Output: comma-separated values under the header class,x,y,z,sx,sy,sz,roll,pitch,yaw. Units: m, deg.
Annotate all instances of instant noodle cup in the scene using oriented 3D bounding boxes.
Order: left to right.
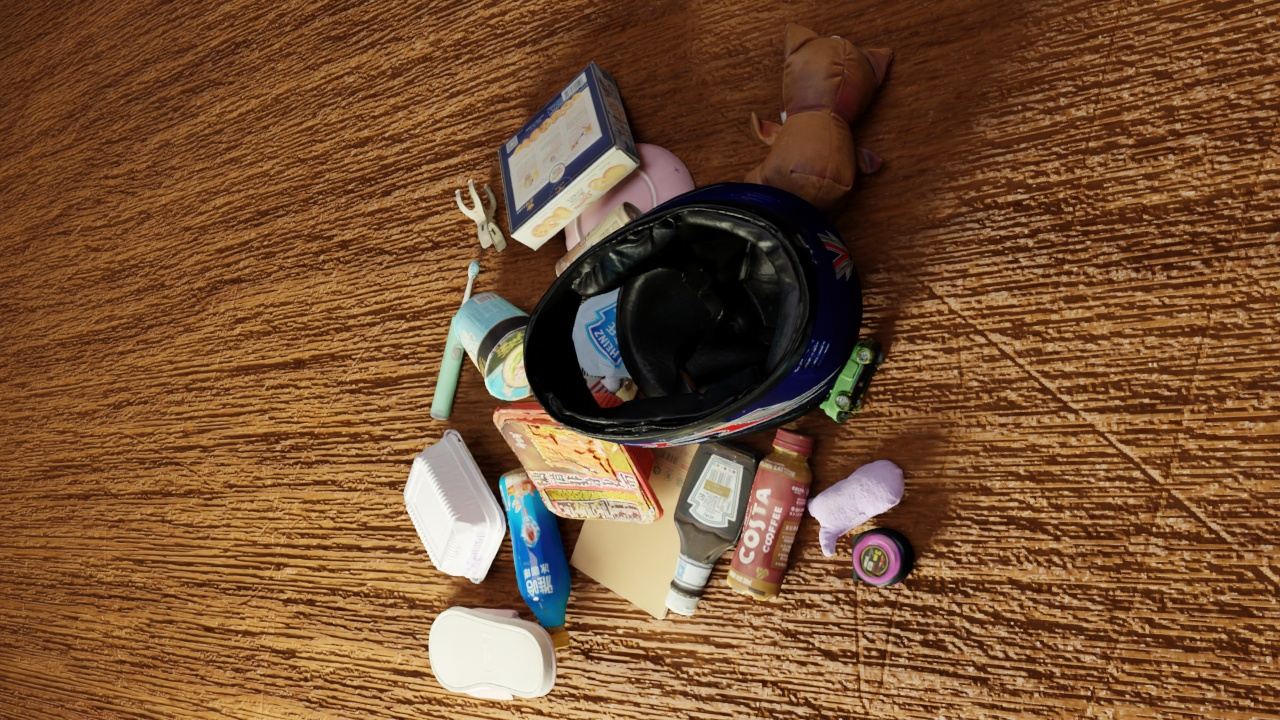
class,x,y,z,sx,sy,sz,roll,pitch,yaw
instant noodle cup,-0.247,0.190,1.179,0.173,0.060,0.138,52,133,32
instant noodle cup,-0.178,-0.025,1.175,0.120,0.111,0.111,40,106,39
instant noodle cup,-0.063,0.101,1.044,0.165,0.189,0.078,-2,42,33

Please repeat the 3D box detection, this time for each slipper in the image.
class,x,y,z,sx,sy,sz,roll,pitch,yaw
slipper,-0.180,0.360,1.132,0.275,0.054,0.114,-17,76,48

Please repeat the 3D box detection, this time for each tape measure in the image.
class,x,y,z,sx,sy,sz,roll,pitch,yaw
tape measure,0.238,0.192,0.899,0.058,0.039,0.057,-6,80,38

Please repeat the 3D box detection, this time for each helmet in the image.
class,x,y,z,sx,sy,sz,roll,pitch,yaw
helmet,0.063,-0.038,0.919,0.316,0.240,0.247,-23,83,18

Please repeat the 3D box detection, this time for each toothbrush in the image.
class,x,y,z,sx,sy,sz,roll,pitch,yaw
toothbrush,-0.253,-0.028,1.266,0.027,0.026,0.224,14,91,56

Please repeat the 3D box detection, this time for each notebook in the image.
class,x,y,z,sx,sy,sz,roll,pitch,yaw
notebook,0.004,0.176,1.076,0.148,0.008,0.208,23,96,34

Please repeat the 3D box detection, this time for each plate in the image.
class,x,y,z,sx,sy,sz,roll,pitch,yaw
plate,-0.022,-0.176,1.123,0.193,0.039,0.192,-5,81,33

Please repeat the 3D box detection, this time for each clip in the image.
class,x,y,z,sx,sy,sz,roll,pitch,yaw
clip,-0.209,-0.199,1.266,0.035,0.081,0.104,-34,86,24

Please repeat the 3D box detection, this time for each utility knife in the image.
class,x,y,z,sx,sy,sz,roll,pitch,yaw
utility knife,-0.007,0.006,1.099,0.031,0.021,0.198,25,90,35

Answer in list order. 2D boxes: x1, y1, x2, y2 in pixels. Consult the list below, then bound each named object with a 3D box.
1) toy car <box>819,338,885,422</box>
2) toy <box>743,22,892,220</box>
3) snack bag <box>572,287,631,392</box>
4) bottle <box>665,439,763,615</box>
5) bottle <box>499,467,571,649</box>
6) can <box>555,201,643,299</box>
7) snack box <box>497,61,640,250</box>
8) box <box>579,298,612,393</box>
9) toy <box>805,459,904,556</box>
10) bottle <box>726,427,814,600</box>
class,x,y,z,sx,sy,sz,roll,pitch,yaw
toy car,0.216,0.019,0.935,0.036,0.043,0.091,33,101,33
toy,0.186,-0.248,0.960,0.130,0.140,0.199,-178,99,-76
snack bag,0.002,-0.053,1.063,0.191,0.038,0.110,-40,91,9
bottle,0.073,0.183,1.006,0.080,0.044,0.195,20,96,21
bottle,-0.121,0.240,1.117,0.065,0.065,0.218,-24,71,29
can,-0.041,-0.127,1.070,0.116,0.058,0.058,-40,64,23
snack box,-0.096,-0.256,1.149,0.178,0.045,0.182,-35,47,25
box,-0.082,0.004,1.131,0.087,0.076,0.163,1,86,54
toy,0.215,0.140,0.913,0.108,0.039,0.083,-35,30,19
bottle,0.139,0.159,0.958,0.057,0.057,0.175,17,93,34
